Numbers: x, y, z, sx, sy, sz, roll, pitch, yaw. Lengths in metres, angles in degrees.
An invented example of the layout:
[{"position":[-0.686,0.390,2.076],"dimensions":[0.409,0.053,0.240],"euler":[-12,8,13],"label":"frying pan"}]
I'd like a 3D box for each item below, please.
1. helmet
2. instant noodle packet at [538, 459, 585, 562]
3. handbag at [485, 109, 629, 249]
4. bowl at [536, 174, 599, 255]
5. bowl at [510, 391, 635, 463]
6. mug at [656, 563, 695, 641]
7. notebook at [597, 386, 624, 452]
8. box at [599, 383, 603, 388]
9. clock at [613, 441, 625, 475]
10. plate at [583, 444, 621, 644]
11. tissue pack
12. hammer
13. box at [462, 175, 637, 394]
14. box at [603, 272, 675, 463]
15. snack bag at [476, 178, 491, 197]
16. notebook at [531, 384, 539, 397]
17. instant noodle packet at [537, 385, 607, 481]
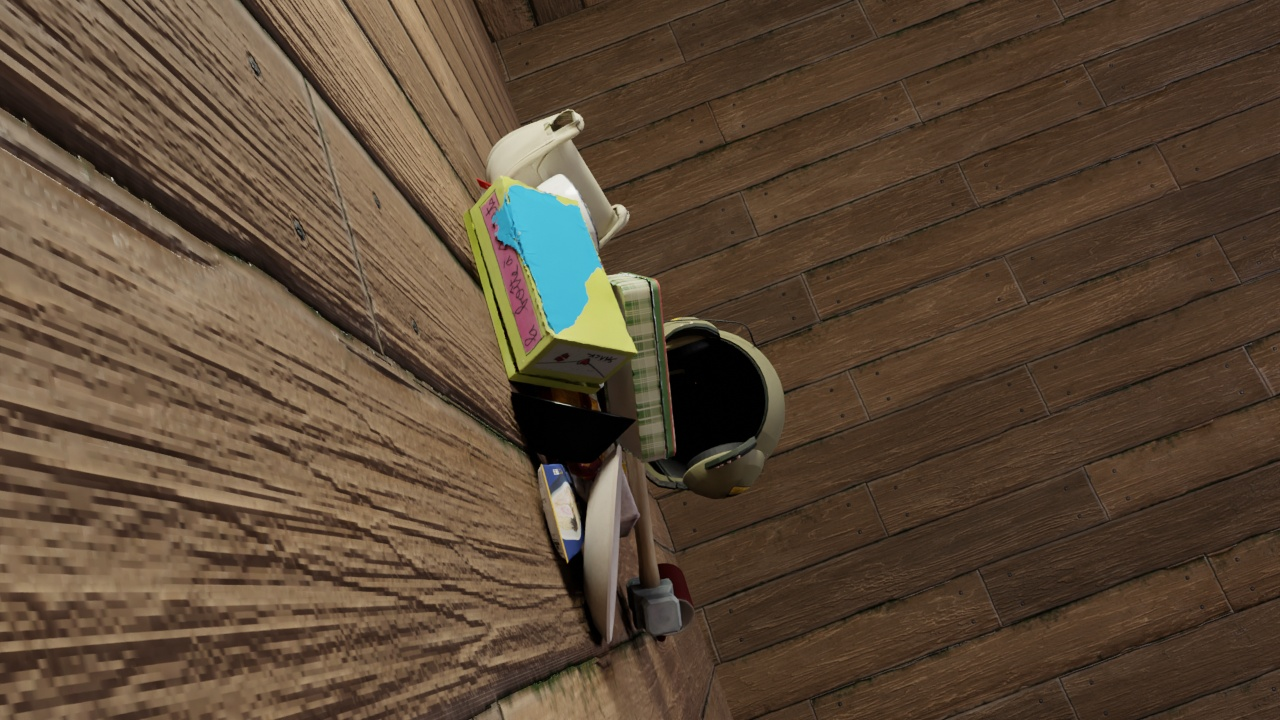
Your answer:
[{"position":[0.070,0.075,1.254],"dimensions":[0.233,0.256,0.250],"euler":[53,18,-74],"label":"helmet"},{"position":[-0.073,0.136,0.855],"dimensions":[0.134,0.026,0.087],"euler":[71,3,-86],"label":"instant noodle packet"},{"position":[-0.130,-0.231,1.266],"dimensions":[0.131,0.184,0.229],"euler":[66,5,37],"label":"handbag"},{"position":[-0.107,-0.169,1.157],"dimensions":[0.116,0.065,0.116],"euler":[55,-16,25],"label":"bowl"},{"position":[-0.071,0.069,0.886],"dimensions":[0.124,0.124,0.052],"euler":[64,39,-86],"label":"bowl"},{"position":[0.037,0.379,1.410],"dimensions":[0.082,0.073,0.106],"euler":[-109,-153,-61],"label":"mug"},{"position":[-0.059,0.074,1.429],"dimensions":[0.178,0.014,0.249],"euler":[37,-19,33],"label":"notebook"},{"position":[-0.067,-0.022,1.218],"dimensions":[0.110,0.130,0.103],"euler":[31,-37,66],"label":"box"},{"position":[-0.063,0.123,1.372],"dimensions":[0.113,0.052,0.152],"euler":[-110,176,-67],"label":"clock"},{"position":[-0.037,0.176,0.888],"dimensions":[0.188,0.027,0.188],"euler":[13,79,-89],"label":"plate"},{"position":[-0.063,0.124,1.106],"dimensions":[0.104,0.071,0.181],"euler":[107,-32,-65],"label":"tissue pack"},{"position":[-0.001,0.176,1.149],"dimensions":[0.117,0.051,0.323],"euler":[-175,-102,-78],"label":"hammer"},{"position":[-0.100,-0.082,0.976],"dimensions":[0.124,0.082,0.220],"euler":[9,49,-46],"label":"box"},{"position":[-0.006,0.006,1.040],"dimensions":[0.118,0.050,0.205],"euler":[-159,-121,-67],"label":"box"},{"position":[-0.160,-0.152,1.152],"dimensions":[0.131,0.039,0.144],"euler":[33,-31,56],"label":"snack bag"},{"position":[-0.143,-0.038,1.101],"dimensions":[0.149,0.016,0.207],"euler":[-113,-178,-71],"label":"notebook"},{"position":[-0.077,0.066,1.028],"dimensions":[0.098,0.040,0.135],"euler":[37,34,-57],"label":"instant noodle packet"}]
